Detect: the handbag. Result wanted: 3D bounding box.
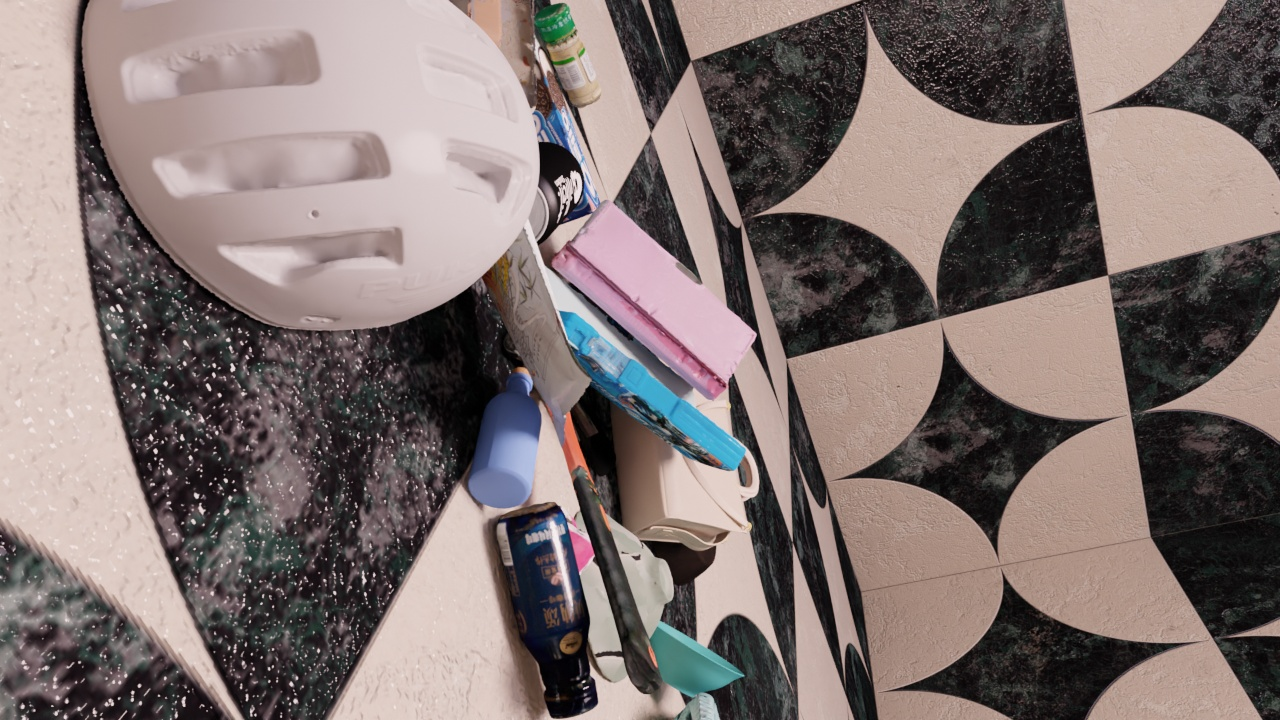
[{"bbox_3d":[0.069,0.126,1.078,0.197,0.102,0.194,16,55,-37],"label":"handbag"}]

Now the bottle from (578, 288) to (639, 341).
[{"bbox_3d":[-0.032,-0.052,1.083,0.060,0.060,0.108,-41,114,-74],"label":"bottle"}]

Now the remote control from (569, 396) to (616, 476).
[{"bbox_3d":[-0.060,0.055,0.950,0.045,0.021,0.140,-85,154,-56],"label":"remote control"}]

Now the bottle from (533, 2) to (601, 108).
[{"bbox_3d":[-0.077,-0.333,1.008,0.042,0.043,0.110,-88,158,-48],"label":"bottle"}]

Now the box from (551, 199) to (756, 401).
[{"bbox_3d":[0.021,-0.069,1.002,0.232,0.099,0.099,41,6,-9],"label":"box"}]

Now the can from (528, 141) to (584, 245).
[{"bbox_3d":[-0.105,-0.159,0.879,0.145,0.080,0.080,-69,141,-66],"label":"can"}]

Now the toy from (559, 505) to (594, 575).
[{"bbox_3d":[-0.061,0.161,0.796,0.102,0.050,0.065,-41,111,-79],"label":"toy"}]

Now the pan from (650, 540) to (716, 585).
[{"bbox_3d":[0.056,0.137,1.247,0.355,0.043,0.249,-83,153,-55],"label":"pan"}]

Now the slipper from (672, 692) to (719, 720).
[{"bbox_3d":[0.057,0.410,0.947,0.276,0.069,0.115,78,2,-65],"label":"slipper"}]

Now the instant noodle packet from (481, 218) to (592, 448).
[{"bbox_3d":[-0.105,-0.072,0.720,0.147,0.057,0.269,111,-41,-65],"label":"instant noodle packet"}]

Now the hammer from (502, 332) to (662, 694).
[{"bbox_3d":[-0.044,0.119,0.767,0.133,0.033,0.332,61,5,-47],"label":"hammer"}]

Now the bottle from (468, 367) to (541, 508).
[{"bbox_3d":[-0.104,0.054,0.736,0.131,0.048,0.048,-87,157,-49],"label":"bottle"}]

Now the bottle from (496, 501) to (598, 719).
[{"bbox_3d":[-0.070,0.192,0.711,0.056,0.056,0.160,1,75,-74],"label":"bottle"}]

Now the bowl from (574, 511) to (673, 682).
[{"bbox_3d":[-0.006,0.221,0.895,0.174,0.068,0.174,-14,89,-77],"label":"bowl"}]

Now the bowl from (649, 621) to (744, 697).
[{"bbox_3d":[0.045,0.322,0.974,0.046,0.121,0.121,-60,152,-9],"label":"bowl"}]

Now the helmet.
[{"bbox_3d":[-0.182,-0.136,0.549,0.281,0.184,0.224,1,69,-53],"label":"helmet"}]

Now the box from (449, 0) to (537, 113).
[{"bbox_3d":[-0.149,-0.351,0.888,0.108,0.095,0.216,99,-13,-60],"label":"box"}]

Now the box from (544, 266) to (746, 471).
[{"bbox_3d":[-0.016,0.016,0.934,0.243,0.064,0.174,39,8,-27],"label":"box"}]

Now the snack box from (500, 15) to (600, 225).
[{"bbox_3d":[-0.109,-0.263,1.011,0.059,0.059,0.226,-54,127,-72],"label":"snack box"}]
